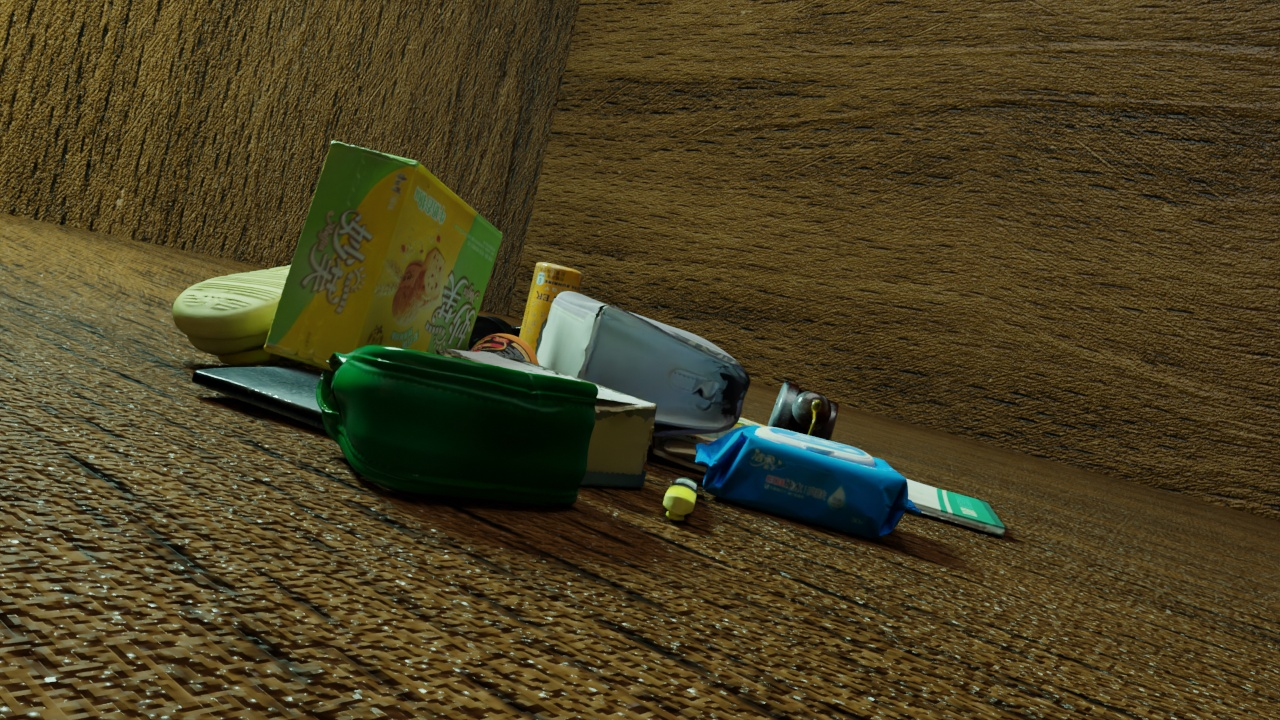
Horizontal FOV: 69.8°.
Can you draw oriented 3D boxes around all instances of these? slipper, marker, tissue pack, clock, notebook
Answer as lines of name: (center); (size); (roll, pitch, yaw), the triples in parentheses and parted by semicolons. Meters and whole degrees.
slipper: (-0.274, -0.032, 0.728); (0.092, 0.082, 0.190); (5, 18, 20)
marker: (0.026, 0.084, 0.569); (0.018, 0.015, 0.124); (14, 0, 5)
tissue pack: (0.113, 0.080, 0.646); (0.157, 0.052, 0.095); (14, 2, 7)
clock: (0.142, 0.065, 0.826); (0.055, 0.082, 0.122); (20, 1, 6)
notebook: (0.260, 0.127, 0.871); (0.150, 0.012, 0.209); (15, 2, 17)

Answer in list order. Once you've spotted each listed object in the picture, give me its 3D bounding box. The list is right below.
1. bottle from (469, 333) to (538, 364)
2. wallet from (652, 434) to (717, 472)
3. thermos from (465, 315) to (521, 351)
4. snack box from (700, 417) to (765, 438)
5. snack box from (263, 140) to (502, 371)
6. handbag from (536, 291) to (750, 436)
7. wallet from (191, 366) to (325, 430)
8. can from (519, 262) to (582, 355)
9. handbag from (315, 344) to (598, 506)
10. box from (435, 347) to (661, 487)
bottle: (-0.127, 0.017, 0.763); (0.067, 0.067, 0.149); (14, 9, 3)
wallet: (0.053, 0.076, 0.766); (0.087, 0.024, 0.115); (11, 4, 6)
thermos: (-0.186, -0.030, 1.172); (0.090, 0.068, 0.242); (-22, 5, -2)
snack box: (0.071, 0.070, 0.904); (0.140, 0.034, 0.087); (10, 4, -33)
snack box: (-0.190, -0.061, 0.722); (0.070, 0.157, 0.210); (16, -4, 10)
handbag: (-0.005, 0.005, 0.797); (0.145, 0.098, 0.197); (13, 5, -15)
wallet: (-0.202, 0.024, 0.577); (0.121, 0.019, 0.097); (16, 4, 15)
can: (-0.113, -0.043, 1.106); (0.058, 0.146, 0.058); (13, 3, -1)
handbag: (-0.096, 0.029, 0.487); (0.131, 0.068, 0.120); (12, 2, -41)
box: (-0.068, 0.037, 0.618); (0.089, 0.060, 0.184); (10, 6, -41)
